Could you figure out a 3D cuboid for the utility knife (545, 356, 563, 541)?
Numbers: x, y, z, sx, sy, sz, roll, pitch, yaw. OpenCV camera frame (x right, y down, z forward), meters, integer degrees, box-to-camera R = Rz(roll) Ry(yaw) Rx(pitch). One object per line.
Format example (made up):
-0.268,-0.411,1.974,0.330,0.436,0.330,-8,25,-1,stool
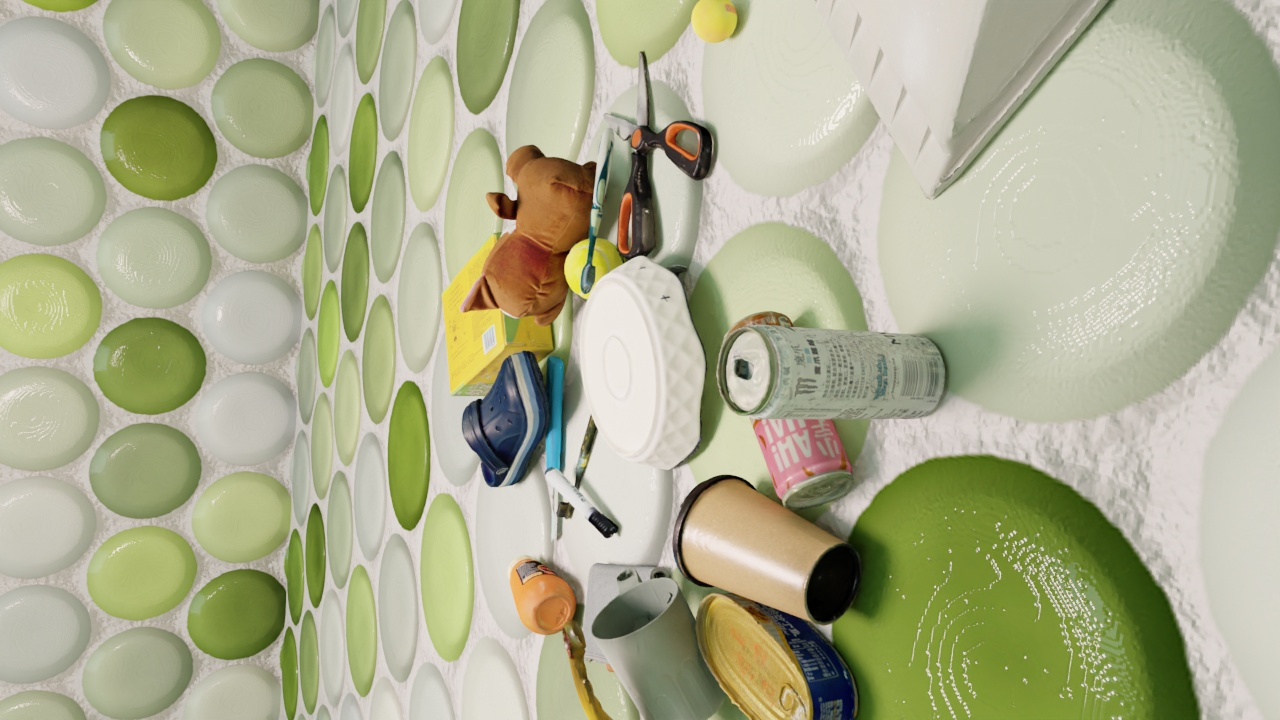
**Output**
-0.104,0.106,1.100,0.034,0.018,0.223,179,93,-70,utility knife

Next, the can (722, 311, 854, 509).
0.110,0.035,0.696,0.058,0.057,0.147,-52,46,45,can

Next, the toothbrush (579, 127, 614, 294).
-0.043,-0.158,0.943,0.018,0.016,0.191,150,131,-63,toothbrush

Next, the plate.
-0.005,0.005,0.882,0.205,0.045,0.205,26,119,61,plate

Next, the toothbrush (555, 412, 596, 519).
-0.067,0.104,1.036,0.012,0.017,0.186,-108,32,-60,toothbrush

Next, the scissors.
0.010,-0.208,0.925,0.233,0.021,0.221,13,95,59,scissors

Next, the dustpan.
0.226,-0.277,0.565,0.258,0.142,0.222,85,169,-59,dustpan

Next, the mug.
0.016,0.248,0.801,0.103,0.083,0.124,62,180,-11,mug

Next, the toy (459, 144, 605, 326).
-0.118,-0.133,1.015,0.130,0.140,0.200,43,118,55,toy

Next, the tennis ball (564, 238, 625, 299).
-0.047,-0.096,0.968,0.066,0.065,0.065,-6,83,60,tennis ball

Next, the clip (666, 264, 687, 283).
0.024,-0.079,0.887,0.058,0.025,0.036,-9,73,56,clip

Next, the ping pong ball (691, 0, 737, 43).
0.065,-0.302,0.810,0.040,0.040,0.040,-6,83,60,ping pong ball

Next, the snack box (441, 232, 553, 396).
-0.194,-0.055,1.213,0.211,0.070,0.157,-34,60,55,snack box

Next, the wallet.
-0.016,0.260,0.923,0.130,0.037,0.106,-17,63,57,wallet

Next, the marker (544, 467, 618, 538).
-0.067,0.155,1.013,0.131,0.022,0.018,36,108,46,marker

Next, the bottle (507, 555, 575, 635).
-0.126,0.270,1.092,0.149,0.066,0.067,-154,69,-65,bottle

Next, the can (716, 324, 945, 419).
0.124,0.009,0.586,0.058,0.146,0.058,-6,82,60,can

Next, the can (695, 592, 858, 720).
0.101,0.233,0.708,0.148,0.049,0.075,34,117,56,can

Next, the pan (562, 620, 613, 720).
-0.014,0.359,0.781,0.198,0.078,0.358,-138,41,-59,pan

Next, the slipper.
-0.177,0.077,1.132,0.254,0.095,0.105,115,139,-52,slipper

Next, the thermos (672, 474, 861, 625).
0.093,0.144,0.698,0.143,0.093,0.093,14,101,51,thermos
